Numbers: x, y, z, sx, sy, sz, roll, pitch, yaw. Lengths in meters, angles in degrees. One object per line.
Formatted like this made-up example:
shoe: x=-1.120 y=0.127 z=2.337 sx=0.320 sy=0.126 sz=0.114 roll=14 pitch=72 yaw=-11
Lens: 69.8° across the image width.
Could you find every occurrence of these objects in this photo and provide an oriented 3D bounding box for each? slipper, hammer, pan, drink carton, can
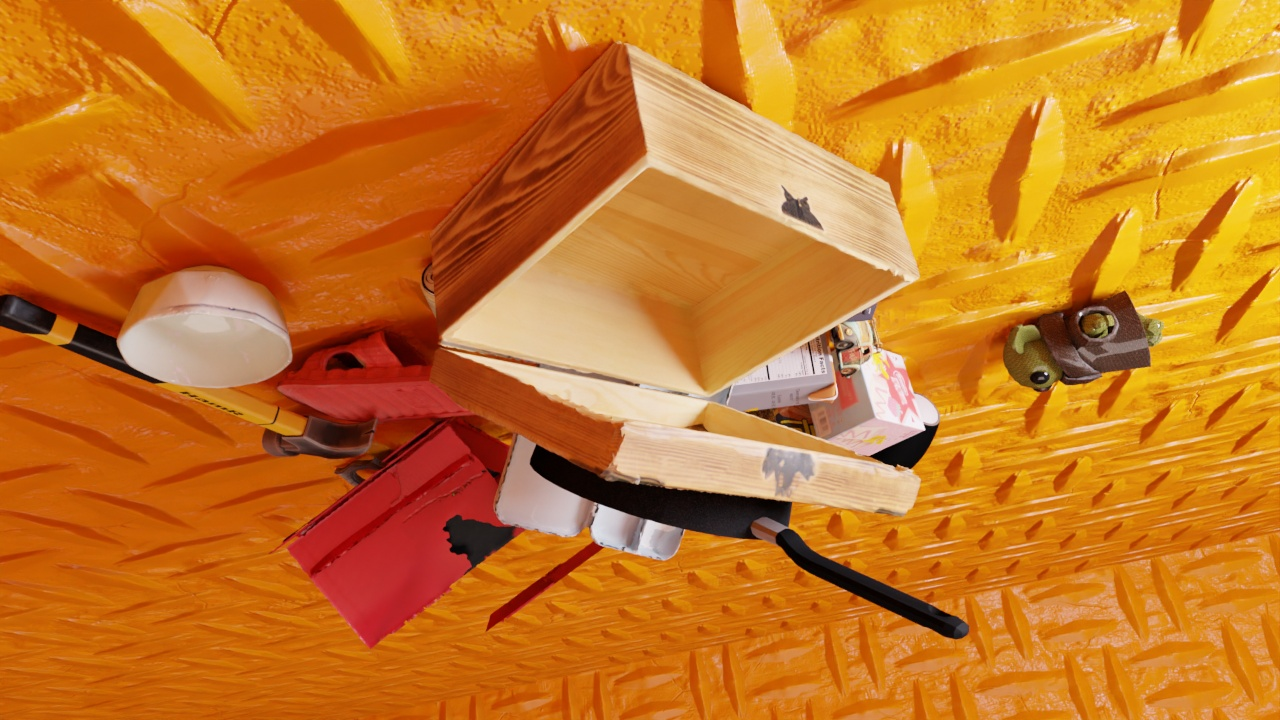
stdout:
slipper: x=-0.210 y=0.012 z=0.810 sx=0.249 sy=0.059 sz=0.103 roll=-3 pitch=156 yaw=20
hammer: x=-0.371 y=0.022 z=0.773 sx=0.170 sy=0.034 sz=0.324 roll=-4 pitch=155 yaw=35
pan: x=0.070 y=0.103 z=0.654 sx=0.203 sy=0.044 sz=0.356 roll=12 pitch=-176 yaw=-46
drink carton: x=0.128 y=0.011 z=0.913 sx=0.125 sy=0.076 sz=0.048 roll=-8 pitch=154 yaw=5
can: x=-0.149 y=-0.047 z=0.737 sx=0.038 sy=0.038 sz=0.080 roll=-9 pitch=154 yaw=-2
can: x=0.184 y=0.082 z=1.041 sx=0.130 sy=0.101 sz=0.073 roll=8 pitch=149 yaw=-32

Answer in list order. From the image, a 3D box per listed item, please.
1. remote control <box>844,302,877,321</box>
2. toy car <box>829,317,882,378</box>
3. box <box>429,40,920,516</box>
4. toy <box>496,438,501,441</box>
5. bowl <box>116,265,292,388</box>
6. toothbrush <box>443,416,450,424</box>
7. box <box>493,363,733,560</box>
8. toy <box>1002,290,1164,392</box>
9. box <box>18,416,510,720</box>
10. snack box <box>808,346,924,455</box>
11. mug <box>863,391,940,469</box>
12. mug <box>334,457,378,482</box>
remote control: x=0.159 y=-0.056 z=0.830 sx=0.124 sy=0.009 sz=0.046 roll=-2 pitch=113 yaw=-15
toy car: x=0.210 y=-0.023 z=0.900 sx=0.047 sy=0.047 sz=0.112 roll=-14 pitch=155 yaw=10
box: x=0.021 y=0.001 z=0.651 sx=0.278 sy=0.263 sz=0.270 roll=12 pitch=148 yaw=-40
toy: x=-0.173 y=0.133 z=1.017 sx=0.090 sy=0.103 sz=0.071 roll=25 pitch=166 yaw=-6
bowl: x=-0.320 y=-0.031 z=0.683 sx=0.117 sy=0.061 sz=0.118 roll=-8 pitch=153 yaw=-4
toothbrush: x=-0.207 y=0.063 z=0.965 sx=0.015 sy=0.015 sz=0.185 roll=-14 pitch=156 yaw=-6
box: x=-0.023 y=0.073 z=0.849 sx=0.190 sy=0.209 sz=0.037 roll=14 pitch=-173 yaw=-13
toy: x=0.465 y=-0.015 z=0.970 sx=0.153 sy=0.078 sz=0.179 roll=-19 pitch=155 yaw=20
box: x=-0.256 y=0.147 z=0.769 sx=0.215 sy=0.138 sz=0.467 roll=-36 pitch=165 yaw=9
snack box: x=0.239 y=0.042 z=0.989 sx=0.094 sy=0.093 sz=0.080 roll=15 pitch=144 yaw=-40
mug: x=0.325 y=0.083 z=1.135 sx=0.118 sy=0.085 sz=0.100 roll=-27 pitch=157 yaw=-44
mug: x=-0.277 y=0.141 z=1.045 sx=0.116 sy=0.079 sz=0.107 roll=41 pitch=132 yaw=-23
